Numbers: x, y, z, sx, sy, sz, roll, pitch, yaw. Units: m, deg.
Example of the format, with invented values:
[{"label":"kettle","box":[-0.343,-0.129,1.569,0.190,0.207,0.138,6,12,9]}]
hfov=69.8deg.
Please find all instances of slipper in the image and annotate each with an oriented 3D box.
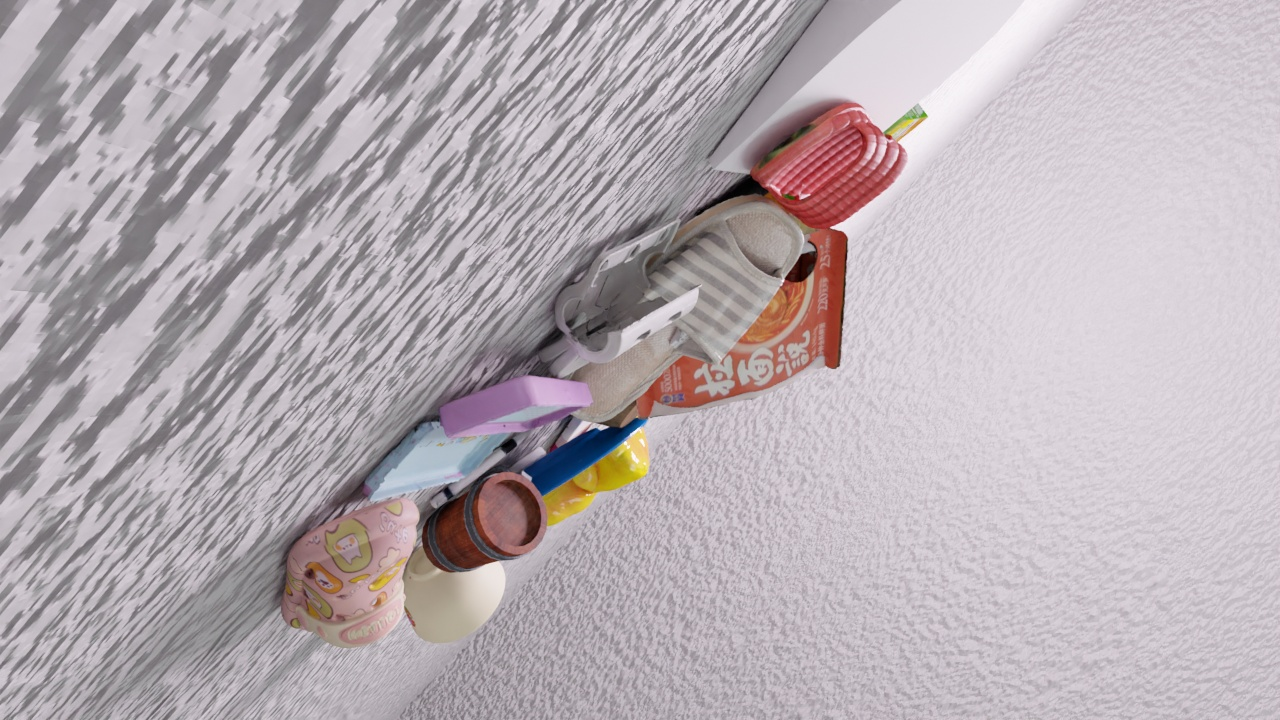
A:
[{"label":"slipper","box":[0.175,-0.154,0.780,0.104,0.059,0.248,-36,165,27]},{"label":"slipper","box":[-0.207,0.169,0.678,0.093,0.081,0.198,-23,163,-37]},{"label":"slipper","box":[0.029,-0.036,0.816,0.273,0.114,0.054,-40,-149,17]}]

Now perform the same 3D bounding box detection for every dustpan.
[{"label":"dustpan","box":[0.184,-0.245,0.711,0.258,0.053,0.191,-39,163,33]}]

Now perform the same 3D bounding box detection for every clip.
[{"label":"clip","box":[-0.015,-0.030,0.720,0.126,0.105,0.152,-31,154,-52]}]

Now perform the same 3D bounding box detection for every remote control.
[{"label":"remote control","box":[-0.156,0.139,1.085,0.043,0.013,0.136,-51,171,33]}]

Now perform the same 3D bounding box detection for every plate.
[{"label":"plate","box":[-0.093,0.116,1.030,0.224,0.024,0.224,-32,-178,1]}]

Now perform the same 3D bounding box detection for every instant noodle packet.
[{"label":"instant noodle packet","box":[0.087,-0.041,0.903,0.220,0.084,0.165,-18,128,-19]}]

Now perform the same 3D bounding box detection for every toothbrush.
[{"label":"toothbrush","box":[-0.141,0.091,0.924,0.186,0.012,0.017,-39,157,-42]}]

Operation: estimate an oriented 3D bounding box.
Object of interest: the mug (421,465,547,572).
[{"label":"mug","box":[-0.151,0.149,0.903,0.111,0.081,0.117,-28,-150,41]}]

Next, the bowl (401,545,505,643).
[{"label":"bowl","box":[-0.219,0.240,1.013,0.117,0.118,0.074,-43,130,-21]}]

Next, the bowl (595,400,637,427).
[{"label":"bowl","box":[-0.006,0.006,0.970,0.162,0.070,0.162,-44,172,-8]}]

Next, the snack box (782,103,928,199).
[{"label":"snack box","box":[0.218,-0.209,0.921,0.132,0.027,0.167,-36,178,28]}]

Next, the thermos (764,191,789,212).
[{"label":"thermos","box":[0.163,-0.138,1.074,0.091,0.076,0.233,-24,172,1]}]

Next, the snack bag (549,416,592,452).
[{"label":"snack bag","box":[-0.069,0.069,1.163,0.070,0.016,0.197,-39,172,-36]}]

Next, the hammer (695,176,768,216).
[{"label":"hammer","box":[0.155,-0.203,0.911,0.322,0.029,0.127,-40,171,-32]}]

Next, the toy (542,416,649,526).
[{"label":"toy","box":[-0.074,0.151,1.223,0.194,0.087,0.134,-34,-172,13]}]

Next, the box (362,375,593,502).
[{"label":"box","box":[-0.123,0.057,0.732,0.151,0.040,0.214,-33,173,6]}]
